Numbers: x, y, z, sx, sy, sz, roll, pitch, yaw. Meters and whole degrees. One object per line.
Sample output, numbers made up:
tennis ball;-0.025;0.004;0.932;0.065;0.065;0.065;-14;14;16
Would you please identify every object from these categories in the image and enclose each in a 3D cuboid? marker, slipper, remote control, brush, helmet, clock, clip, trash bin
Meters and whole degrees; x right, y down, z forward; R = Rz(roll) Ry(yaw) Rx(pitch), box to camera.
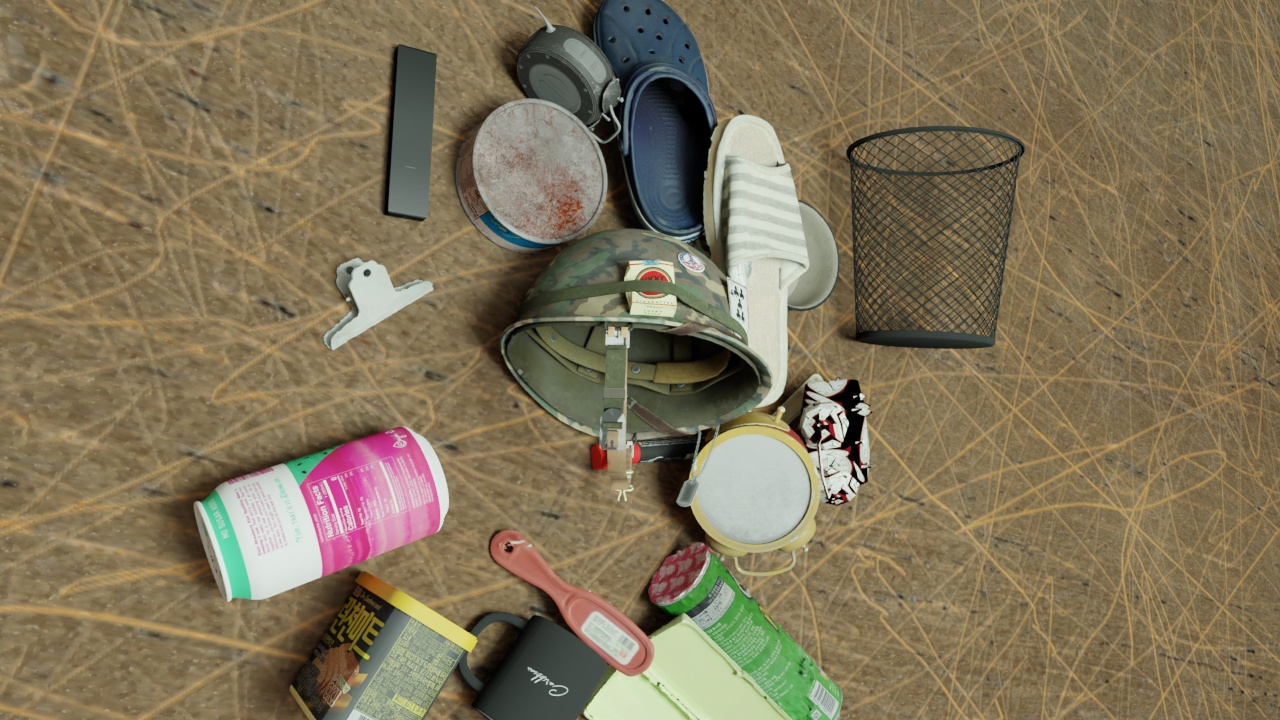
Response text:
marker;0.021;0.087;0.879;0.144;0.021;0.023;-1;107;-31
slipper;0.024;-0.236;0.857;0.105;0.095;0.252;-10;83;-10
remote control;-0.197;-0.195;0.785;0.034;0.013;0.150;6;80;-30
brush;0.126;0.079;0.949;0.217;0.012;0.033;-39;104;-30
helmet;-0.004;0.003;0.765;0.224;0.193;0.235;18;59;12
brush;-0.059;0.206;0.794;0.172;0.030;0.041;40;88;4
clock;0.203;0.080;0.922;0.154;0.065;0.115;-46;126;-61
clip;-0.224;-0.057;0.751;0.101;0.041;0.054;-37;122;-30
clock;-0.061;-0.254;0.827;0.123;0.091;0.043;40;66;-15
slipper;0.110;-0.090;0.854;0.114;0.054;0.273;-10;99;-46
clock;0.108;0.126;0.863;0.117;0.081;0.159;-8;98;8
trash bin;0.313;-0.123;0.995;0.183;0.184;0.210;5;87;-31

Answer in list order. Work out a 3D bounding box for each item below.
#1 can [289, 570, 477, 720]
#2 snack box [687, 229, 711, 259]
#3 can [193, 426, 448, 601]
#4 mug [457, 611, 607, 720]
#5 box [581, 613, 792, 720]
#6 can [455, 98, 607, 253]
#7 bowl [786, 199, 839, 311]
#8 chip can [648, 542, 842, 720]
can;-0.192;0.222;0.671;0.072;0.131;0.100;40;69;-21
snack box;0.052;-0.119;0.910;0.088;0.033;0.154;21;74;-22
can;-0.233;0.112;0.683;0.165;0.088;0.088;-18;93;-31
mug;-0.097;0.260;0.762;0.113;0.078;0.087;34;66;4
box;0.048;0.330;0.847;0.140;0.048;0.188;-43;107;2
can;-0.097;-0.164;0.823;0.129;0.044;0.130;4;82;-31
bowl;0.143;-0.104;0.952;0.115;0.059;0.115;4;82;-31
chip can;0.105;0.272;0.877;0.223;0.076;0.075;48;63;-18
